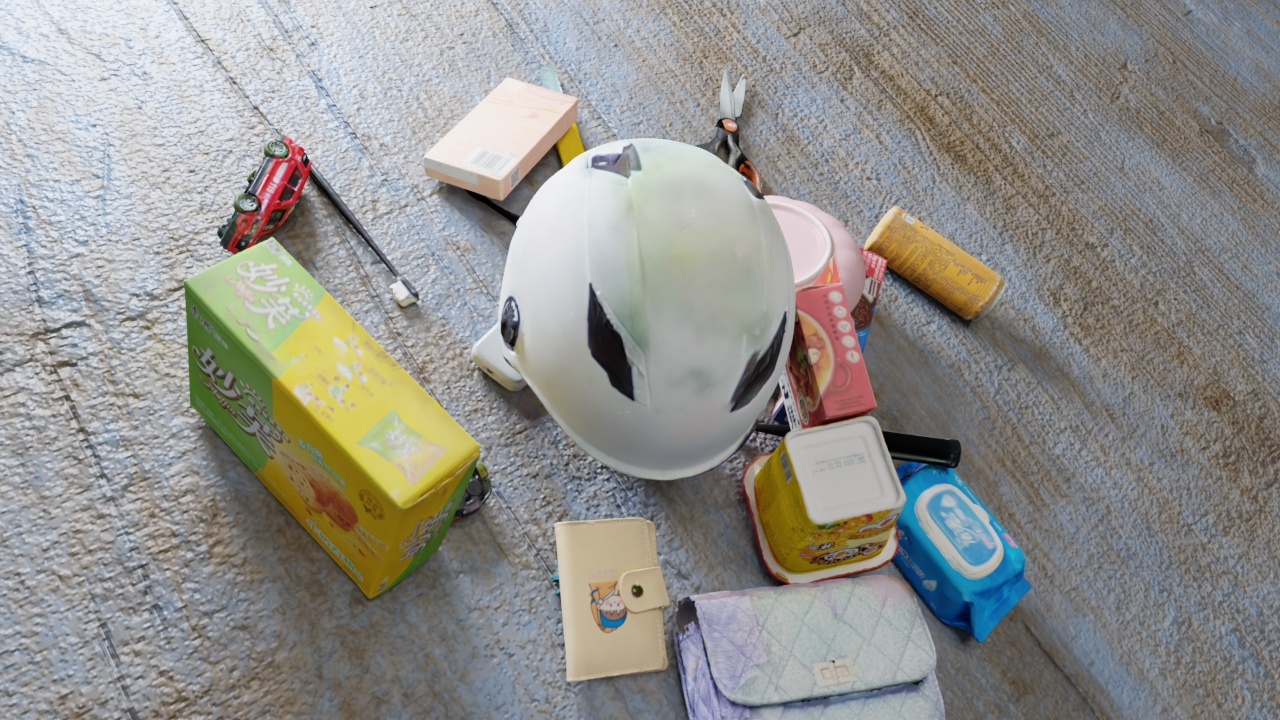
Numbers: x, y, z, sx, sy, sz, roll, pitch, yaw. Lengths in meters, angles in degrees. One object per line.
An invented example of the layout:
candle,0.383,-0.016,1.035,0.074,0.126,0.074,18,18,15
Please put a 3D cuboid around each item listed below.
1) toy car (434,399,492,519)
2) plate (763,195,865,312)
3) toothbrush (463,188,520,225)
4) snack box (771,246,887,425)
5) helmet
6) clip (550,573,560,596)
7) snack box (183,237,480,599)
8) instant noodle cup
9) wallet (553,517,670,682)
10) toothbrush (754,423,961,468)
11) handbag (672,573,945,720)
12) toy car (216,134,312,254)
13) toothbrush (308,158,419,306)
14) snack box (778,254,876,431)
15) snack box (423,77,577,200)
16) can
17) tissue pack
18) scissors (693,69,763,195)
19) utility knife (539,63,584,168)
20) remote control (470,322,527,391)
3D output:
toy car,-0.158,0.076,0.708,0.049,0.031,0.106,-30,72,-32
plate,0.120,-0.100,0.881,0.192,0.039,0.192,-2,50,2
toothbrush,-0.097,-0.119,0.868,0.189,0.014,0.016,37,41,5
snack box,0.184,-0.023,0.886,0.057,0.058,0.206,25,54,0
helmet,0.020,-0.059,0.667,0.229,0.146,0.258,6,58,-17
clip,-0.042,0.167,0.706,0.056,0.014,0.040,-6,62,-26
snack box,-0.217,0.044,0.628,0.210,0.158,0.069,43,51,9
instant noodle cup,0.151,0.107,0.732,0.116,0.124,0.116,-11,64,-6
wallet,-0.018,0.177,0.689,0.087,0.024,0.115,1,71,-26
toothbrush,0.174,0.068,0.815,0.213,0.027,0.026,8,63,3
handbag,0.130,0.234,0.690,0.193,0.076,0.134,-1,59,-22
toy car,-0.314,-0.138,0.772,0.045,0.053,0.120,31,47,-23
toothbrush,-0.251,-0.117,0.806,0.018,0.016,0.181,-33,75,-24
snack box,0.142,-0.006,0.754,0.044,0.113,0.127,-11,76,-6
snack box,-0.132,-0.218,0.892,0.084,0.026,0.156,20,49,14
can,0.315,-0.103,0.985,0.146,0.058,0.058,35,53,3
tissue pack,0.271,0.159,0.805,0.094,0.052,0.157,-26,71,-32
scissors,0.083,-0.253,1.015,0.162,0.022,0.233,-4,61,-23
utility knife,-0.075,-0.232,0.946,0.033,0.015,0.206,-5,61,-22
remote control,-0.089,-0.030,0.809,0.056,0.020,0.135,37,54,6
